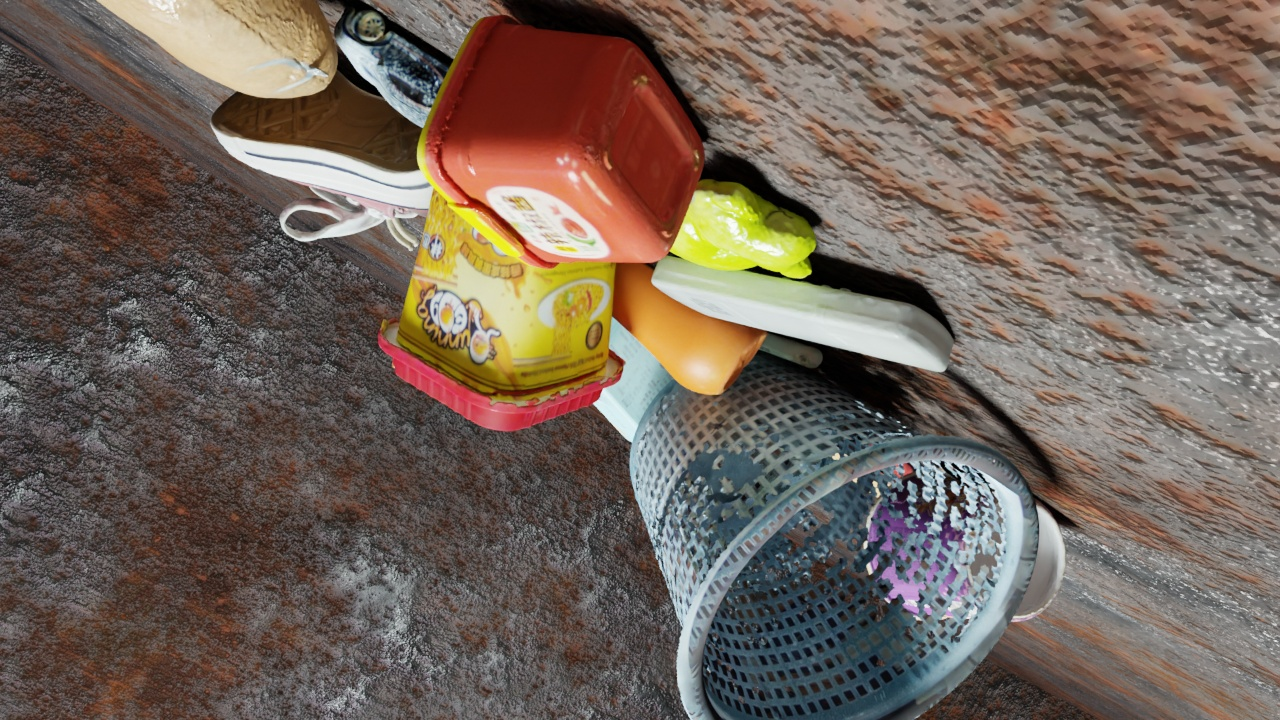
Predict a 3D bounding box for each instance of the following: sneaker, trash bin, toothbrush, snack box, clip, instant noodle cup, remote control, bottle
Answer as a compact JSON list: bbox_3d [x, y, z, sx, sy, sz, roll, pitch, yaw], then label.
[{"bbox_3d":[-0.182,-0.126,0.593,0.241,0.118,0.088,21,148,30],"label":"sneaker"},{"bbox_3d":[0.092,0.098,0.581,0.226,0.227,0.195,36,-171,-34],"label":"trash bin"},{"bbox_3d":[0.053,-0.022,0.632,0.190,0.020,0.029,22,130,50],"label":"toothbrush"},{"bbox_3d":[-0.026,-0.082,0.358,0.080,0.082,0.091,11,163,32],"label":"snack box"},{"bbox_3d":[-0.210,-0.134,0.779,0.102,0.095,0.035,23,170,-22],"label":"clip"},{"bbox_3d":[0.231,0.132,0.642,0.111,0.111,0.099,33,163,-12],"label":"instant noodle cup"},{"bbox_3d":[-0.069,-0.043,0.509,0.116,0.124,0.115,27,-155,30],"label":"instant noodle cup"},{"bbox_3d":[0.075,-0.026,0.449,0.150,0.021,0.058,18,175,40],"label":"remote control"},{"bbox_3d":[0.004,-0.043,0.556,0.149,0.066,0.067,38,174,12],"label":"bottle"},{"bbox_3d":[-0.004,0.004,0.661,0.052,0.074,0.175,27,165,35],"label":"snack box"}]

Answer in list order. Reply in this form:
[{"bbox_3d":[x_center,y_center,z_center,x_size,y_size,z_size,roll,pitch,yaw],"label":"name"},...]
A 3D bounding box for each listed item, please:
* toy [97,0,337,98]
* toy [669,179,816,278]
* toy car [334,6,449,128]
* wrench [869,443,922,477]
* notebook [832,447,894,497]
[{"bbox_3d":[-0.200,-0.177,0.432,0.143,0.082,0.226,50,179,12],"label":"toy"},{"bbox_3d":[0.031,-0.062,0.416,0.096,0.031,0.100,29,174,-16],"label":"toy"},{"bbox_3d":[-0.115,-0.142,0.476,0.105,0.031,0.049,33,171,-2],"label":"toy car"},{"bbox_3d":[0.274,0.134,0.784,0.273,0.016,0.056,36,171,-31],"label":"wrench"},{"bbox_3d":[0.185,0.094,0.833,0.148,0.008,0.207,33,177,2],"label":"notebook"}]
